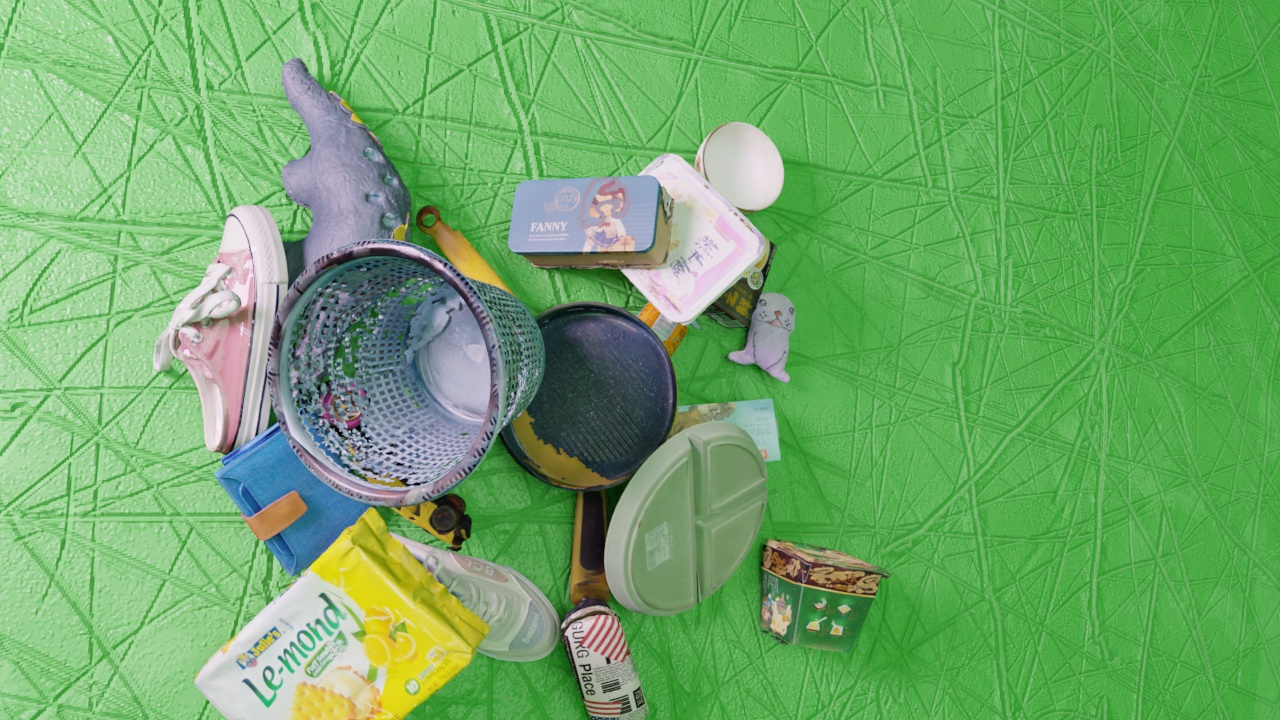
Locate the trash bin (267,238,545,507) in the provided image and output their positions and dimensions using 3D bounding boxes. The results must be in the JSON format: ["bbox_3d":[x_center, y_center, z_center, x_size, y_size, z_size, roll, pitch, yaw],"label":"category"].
[{"bbox_3d":[-0.190,0.005,0.856,0.227,0.194,0.226,2,95,16],"label":"trash bin"}]

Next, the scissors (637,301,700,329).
[{"bbox_3d":[0.036,-0.093,1.096,0.133,0.017,0.133,-42,103,-24],"label":"scissors"}]

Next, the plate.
[{"bbox_3d":[0.058,0.175,0.984,0.229,0.027,0.230,-19,121,-36],"label":"plate"}]

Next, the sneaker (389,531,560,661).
[{"bbox_3d":[-0.178,0.230,0.902,0.242,0.091,0.089,28,72,-18],"label":"sneaker"}]

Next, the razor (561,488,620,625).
[{"bbox_3d":[-0.052,0.208,0.980,0.062,0.068,0.167,1,73,-6],"label":"razor"}]

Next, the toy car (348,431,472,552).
[{"bbox_3d":[-0.227,0.126,0.900,0.156,0.071,0.041,41,89,-4],"label":"toy car"}]

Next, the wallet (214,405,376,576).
[{"bbox_3d":[-0.321,0.123,0.862,0.106,0.040,0.133,-39,123,-28],"label":"wallet"}]

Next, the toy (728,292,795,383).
[{"bbox_3d":[0.155,-0.035,1.124,0.084,0.039,0.108,20,75,-15],"label":"toy"}]

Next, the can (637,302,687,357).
[{"bbox_3d":[-0.006,0.006,1.031,0.058,0.058,0.145,38,71,-13],"label":"can"}]

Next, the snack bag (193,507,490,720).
[{"bbox_3d":[-0.266,0.260,0.821,0.247,0.068,0.158,-42,100,13],"label":"snack bag"}]

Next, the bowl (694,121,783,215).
[{"bbox_3d":[0.112,-0.229,1.127,0.113,0.062,0.113,4,80,-24],"label":"bowl"}]

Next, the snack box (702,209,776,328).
[{"bbox_3d":[0.090,-0.115,1.093,0.125,0.053,0.113,30,73,-33],"label":"snack box"}]

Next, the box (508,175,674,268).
[{"bbox_3d":[-0.058,-0.148,0.994,0.184,0.062,0.089,0,77,18],"label":"box"}]

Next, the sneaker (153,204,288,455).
[{"bbox_3d":[-0.390,-0.032,0.852,0.087,0.118,0.241,8,82,-43],"label":"sneaker"}]

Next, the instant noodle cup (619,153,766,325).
[{"bbox_3d":[0.044,-0.129,1.023,0.138,0.060,0.173,-43,69,1],"label":"instant noodle cup"}]

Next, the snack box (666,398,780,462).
[{"bbox_3d":[0.075,0.089,1.059,0.174,0.052,0.074,-4,82,-24],"label":"snack box"}]

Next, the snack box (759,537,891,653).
[{"bbox_3d":[0.201,0.272,1.058,0.117,0.118,0.105,14,88,-20],"label":"snack box"}]

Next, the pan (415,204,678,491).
[{"bbox_3d":[-0.111,-0.023,0.962,0.198,0.078,0.357,-41,79,2],"label":"pan"}]

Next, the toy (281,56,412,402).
[{"bbox_3d":[-0.299,-0.133,0.916,0.137,0.091,0.356,1,78,-11],"label":"toy"}]

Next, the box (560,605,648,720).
[{"bbox_3d":[-0.037,0.317,0.948,0.072,0.060,0.164,-6,118,13],"label":"box"}]

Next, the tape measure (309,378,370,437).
[{"bbox_3d":[-0.298,0.046,0.911,0.057,0.039,0.058,-22,95,-29],"label":"tape measure"}]
